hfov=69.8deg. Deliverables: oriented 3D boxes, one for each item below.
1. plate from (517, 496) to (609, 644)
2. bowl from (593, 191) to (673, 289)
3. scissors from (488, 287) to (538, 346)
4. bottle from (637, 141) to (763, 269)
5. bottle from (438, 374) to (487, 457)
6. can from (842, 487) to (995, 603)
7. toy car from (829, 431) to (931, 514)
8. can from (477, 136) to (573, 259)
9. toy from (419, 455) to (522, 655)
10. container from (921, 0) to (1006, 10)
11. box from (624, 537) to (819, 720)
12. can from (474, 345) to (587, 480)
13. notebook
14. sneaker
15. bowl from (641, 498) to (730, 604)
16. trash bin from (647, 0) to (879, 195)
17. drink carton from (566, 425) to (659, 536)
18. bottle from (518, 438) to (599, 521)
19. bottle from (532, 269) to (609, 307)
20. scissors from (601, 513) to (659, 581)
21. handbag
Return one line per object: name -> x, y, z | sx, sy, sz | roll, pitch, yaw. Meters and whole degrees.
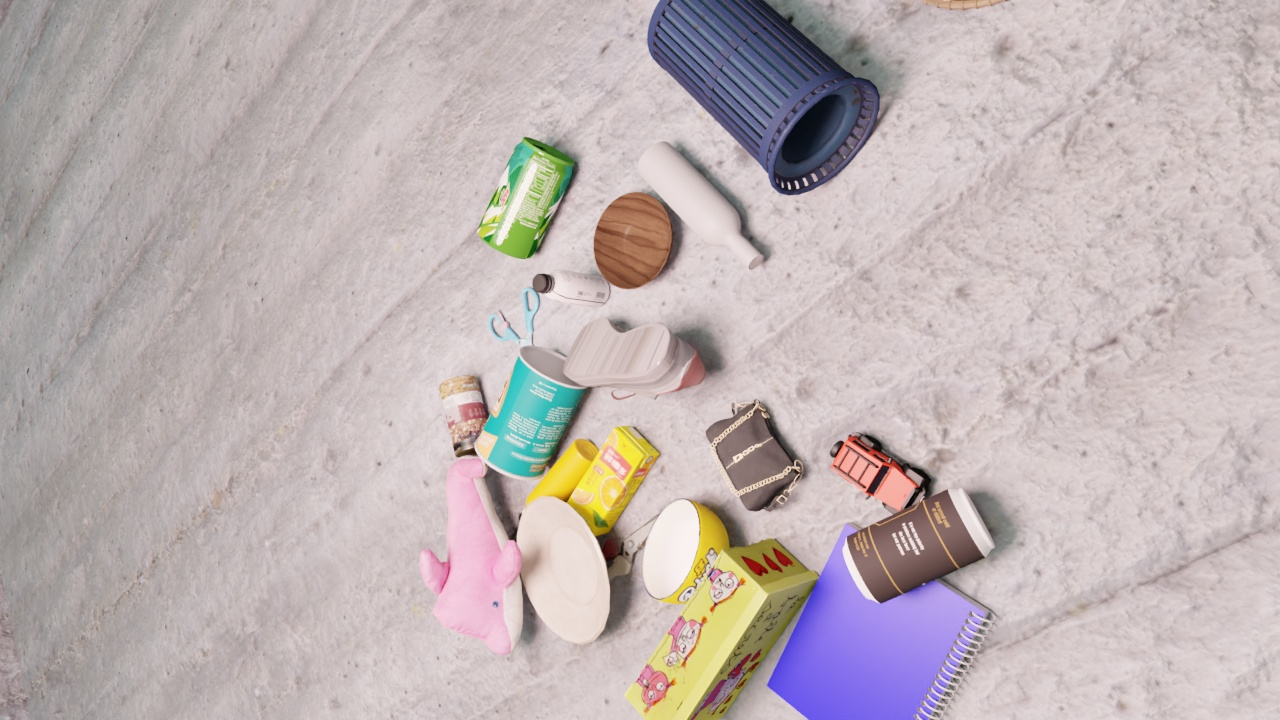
plate -> -0.091, 0.260, 1.154 | 0.189, 0.027, 0.189 | 14, 109, 46
bowl -> -0.002, -0.146, 1.135 | 0.119, 0.032, 0.119 | -2, 87, 36
scissors -> -0.155, -0.042, 1.260 | 0.139, 0.015, 0.118 | 41, 112, 24
bottle -> 0.073, -0.177, 1.068 | 0.195, 0.052, 0.053 | 50, 116, 27
bottle -> -0.245, 0.079, 1.292 | 0.056, 0.056, 0.105 | -26, 73, 33
can -> 0.266, 0.179, 0.885 | 0.129, 0.072, 0.072 | -30, 70, 17
toy car -> 0.241, 0.116, 0.935 | 0.100, 0.048, 0.051 | 37, 109, 31
can -> -0.152, -0.214, 1.216 | 0.083, 0.083, 0.144 | 39, 111, 31
toy -> -0.229, 0.257, 1.199 | 0.187, 0.127, 0.265 | -37, 63, 57
container -> 0.288, -0.465, 0.830 | 0.227, 0.195, 0.227 | -2, 87, 36
box -> 0.089, 0.302, 0.997 | 0.079, 0.124, 0.221 | 43, 110, 29
can -> -0.140, 0.068, 1.187 | 0.099, 0.099, 0.144 | 38, 110, 31
notebook -> 0.241, 0.302, 0.946 | 0.172, 0.022, 0.209 | 32, 107, 35
sneaker -> -0.007, 0.006, 1.106 | 0.236, 0.089, 0.099 | 7, 65, 59
bowl -> 0.060, 0.222, 1.042 | 0.118, 0.067, 0.117 | -45, 33, 39
trash bin -> 0.121, -0.310, 0.987 | 0.139, 0.139, 0.249 | -51, 60, 23
drink carton -> -0.036, 0.150, 1.143 | 0.058, 0.042, 0.135 | 42, 113, 27
bottle -> -0.109, 0.165, 1.195 | 0.144, 0.043, 0.043 | -50, 62, 24
bottle -> -0.089, -0.091, 1.145 | 0.041, 0.115, 0.041 | -2, 87, 36
scissors -> -0.034, 0.244, 1.154 | 0.140, 0.015, 0.189 | 24, 102, 36
handbag -> 0.128, 0.105, 1.024 | 0.079, 0.054, 0.128 | -37, 64, 18
